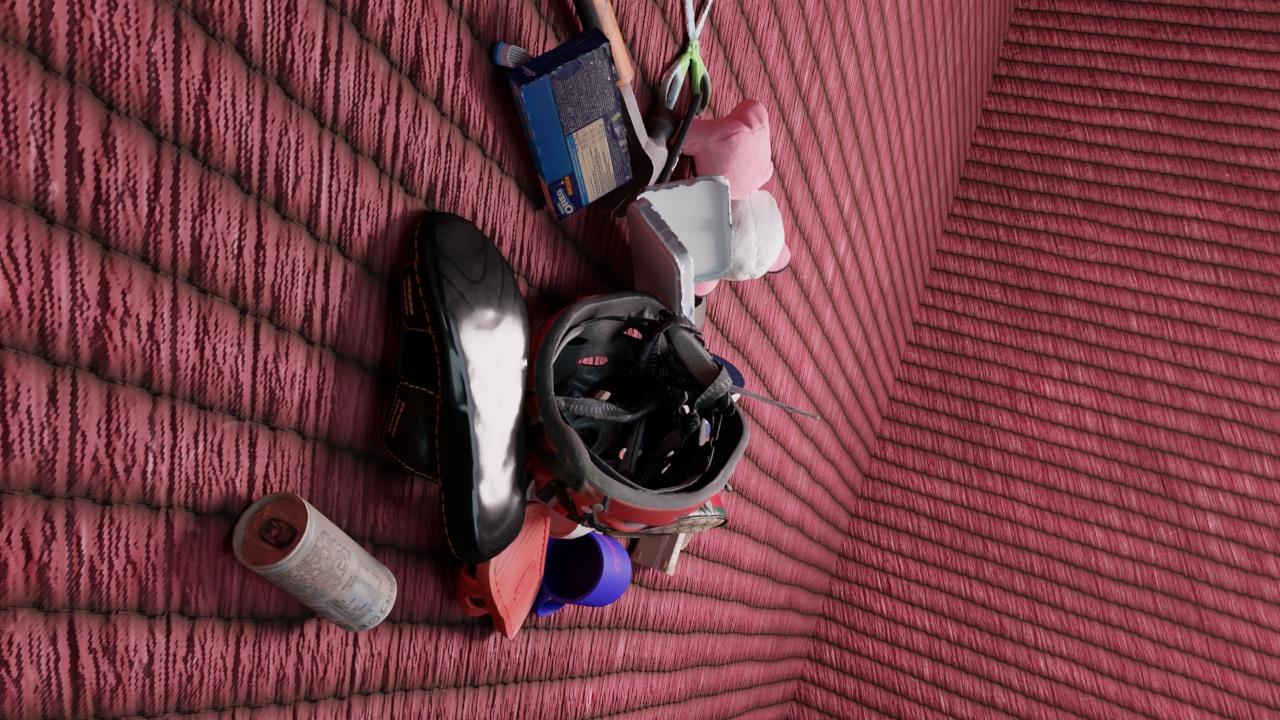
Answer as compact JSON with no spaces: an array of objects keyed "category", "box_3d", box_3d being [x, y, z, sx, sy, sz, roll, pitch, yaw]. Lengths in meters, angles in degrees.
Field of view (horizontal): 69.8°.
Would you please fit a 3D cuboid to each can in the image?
[{"category":"can","box_3d":[-0.055,0.136,0.954,0.136,0.078,0.078,-10,114,-64]},{"category":"can","box_3d":[-0.219,0.143,0.633,0.054,0.054,0.136,-62,153,-25]}]

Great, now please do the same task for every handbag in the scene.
[{"category":"handbag","box_3d":[0.019,0.186,1.092,0.166,0.139,0.063,9,57,-49]},{"category":"handbag","box_3d":[0.062,0.216,1.300,0.198,0.062,0.175,53,56,-69]}]

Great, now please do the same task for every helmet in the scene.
[{"category":"helmet","box_3d":[-0.020,0.052,0.840,0.167,0.217,0.271,-38,174,32]}]

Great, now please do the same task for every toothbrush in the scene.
[{"category":"toothbrush","box_3d":[-0.071,-0.239,0.762,0.166,0.014,0.016,-12,116,-64]},{"category":"toothbrush","box_3d":[0.125,0.036,1.085,0.010,0.182,0.010,-49,152,-47]}]

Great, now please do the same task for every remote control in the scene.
[{"category":"remote control","box_3d":[0.037,-0.217,0.952,0.046,0.009,0.125,-77,-170,-60]}]

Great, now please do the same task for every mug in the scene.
[{"category":"mug","box_3d":[-0.073,0.236,0.997,0.111,0.079,0.083,-44,154,3]}]

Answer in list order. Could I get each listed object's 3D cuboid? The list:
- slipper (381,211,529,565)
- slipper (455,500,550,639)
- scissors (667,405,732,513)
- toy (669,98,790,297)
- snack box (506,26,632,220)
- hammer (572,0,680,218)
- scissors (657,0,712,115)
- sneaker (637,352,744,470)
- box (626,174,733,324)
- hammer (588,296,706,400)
[{"category":"slipper","box_3d":[-0.142,0.023,0.700,0.112,0.076,0.268,-16,103,-58]},{"category":"slipper","box_3d":[-0.131,0.190,0.853,0.249,0.059,0.103,96,20,-60]},{"category":"scissors","box_3d":[0.038,0.082,1.015,0.187,0.015,0.179,5,90,-33]},{"category":"toy","box_3d":[0.106,-0.179,1.040,0.141,0.084,0.213,-25,125,-28]},{"category":"snack box","box_3d":[-0.054,-0.190,0.756,0.082,0.027,0.150,-30,147,-12]},{"category":"hammer","box_3d":[-0.031,-0.253,0.795,0.137,0.035,0.314,-65,158,-19]},{"category":"scissors","box_3d":[0.054,-0.330,0.973,0.167,0.023,0.172,-50,146,-31]},{"category":"sneaker","box_3d":[0.061,0.075,1.160,0.119,0.091,0.232,-65,175,19]},{"category":"box","box_3d":[0.058,-0.112,0.938,0.124,0.106,0.216,-35,160,-12]},{"category":"hammer","box_3d":[-0.006,0.006,1.039,0.321,0.033,0.115,-45,145,-47]}]
